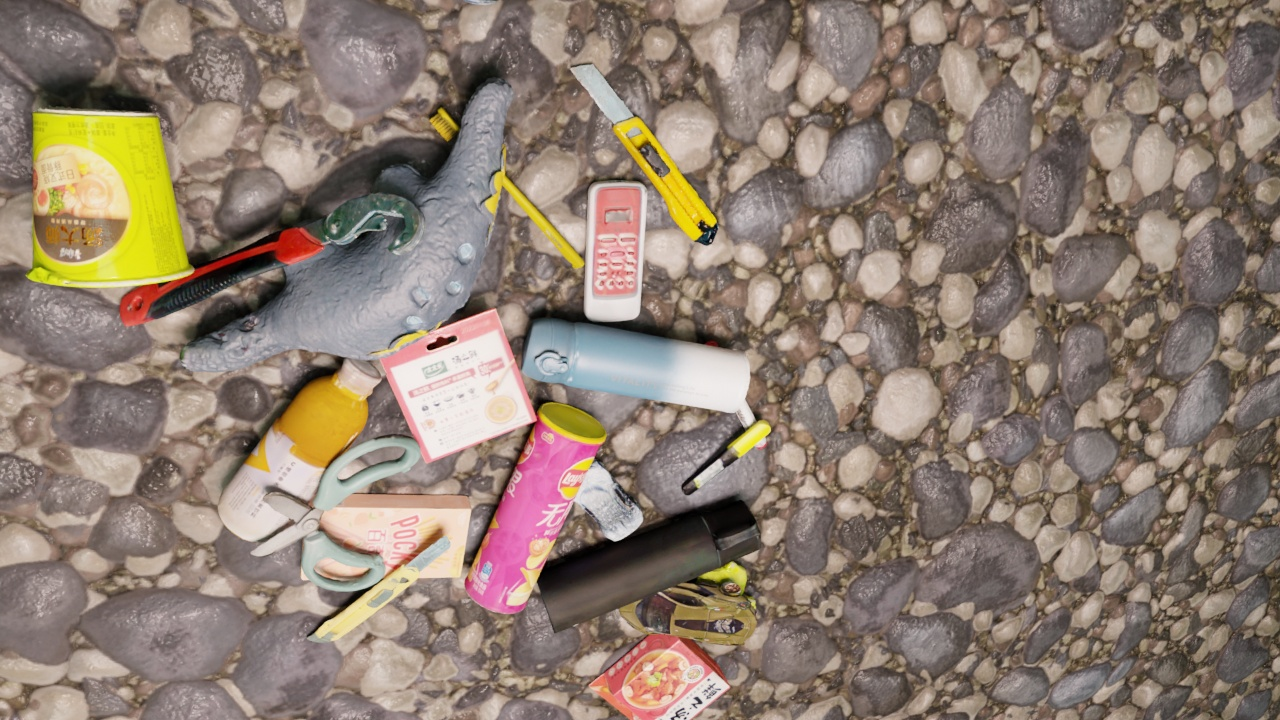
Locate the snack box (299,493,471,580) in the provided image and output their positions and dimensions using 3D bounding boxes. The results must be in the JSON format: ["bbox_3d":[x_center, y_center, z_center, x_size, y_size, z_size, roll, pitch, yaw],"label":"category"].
[{"bbox_3d":[-0.252,0.175,0.911,0.157,0.026,0.085,4,113,-20],"label":"snack box"}]

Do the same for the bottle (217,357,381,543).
[{"bbox_3d":[-0.302,0.078,0.825,0.068,0.068,0.190,35,99,-28],"label":"bottle"}]

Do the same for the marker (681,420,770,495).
[{"bbox_3d":[0.091,0.106,0.992,0.124,0.015,0.018,-42,115,17],"label":"marker"}]

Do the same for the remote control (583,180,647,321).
[{"bbox_3d":[-0.024,-0.101,0.864,0.055,0.020,0.136,-4,114,-18],"label":"remote control"}]

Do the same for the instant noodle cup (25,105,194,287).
[{"bbox_3d":[-0.400,-0.125,0.684,0.111,0.111,0.123,-3,106,-18],"label":"instant noodle cup"}]

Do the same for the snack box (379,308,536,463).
[{"bbox_3d":[-0.171,0.017,0.855,0.113,0.044,0.127,-20,120,-8],"label":"snack box"}]

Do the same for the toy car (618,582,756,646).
[{"bbox_3d":[0.051,0.283,1.033,0.158,0.042,0.070,6,113,5],"label":"toy car"}]

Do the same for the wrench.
[{"bbox_3d":[-0.299,-0.080,0.735,0.274,0.056,0.016,-15,161,10],"label":"wrench"}]

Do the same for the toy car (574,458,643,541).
[{"bbox_3d":[-0.038,0.149,0.968,0.049,0.031,0.105,-38,119,0],"label":"toy car"}]

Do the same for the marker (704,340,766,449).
[{"bbox_3d":[0.101,0.039,0.973,0.017,0.017,0.145,-32,119,-3],"label":"marker"}]

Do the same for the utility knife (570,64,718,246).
[{"bbox_3d":[0.008,-0.184,0.839,0.033,0.015,0.216,-42,119,0],"label":"utility knife"}]

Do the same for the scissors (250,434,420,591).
[{"bbox_3d":[-0.260,0.141,0.846,0.170,0.019,0.171,-39,136,-6],"label":"scissors"}]

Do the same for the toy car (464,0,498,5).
[{"bbox_3d":[-0.119,-0.341,0.715,0.054,0.037,0.121,12,99,-22],"label":"toy car"}]

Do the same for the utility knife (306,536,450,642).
[{"bbox_3d":[-0.259,0.231,0.918,0.205,0.021,0.031,-42,134,15],"label":"utility knife"}]

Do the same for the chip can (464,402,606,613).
[{"bbox_3d":[-0.108,0.150,0.922,0.071,0.071,0.211,18,107,-25],"label":"chip can"}]

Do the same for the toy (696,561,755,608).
[{"bbox_3d":[0.095,0.281,1.074,0.100,0.031,0.097,36,100,-29],"label":"toy"}]

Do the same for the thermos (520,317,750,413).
[{"bbox_3d":[-0.005,0.005,0.882,0.220,0.070,0.070,9,110,-18],"label":"thermos"}]

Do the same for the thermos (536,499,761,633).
[{"bbox_3d":[0.011,0.216,0.985,0.242,0.090,0.068,-19,82,-10],"label":"thermos"}]

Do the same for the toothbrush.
[{"bbox_3d":[-0.115,-0.148,0.815,0.016,0.015,0.190,-40,120,7],"label":"toothbrush"}]

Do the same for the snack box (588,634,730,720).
[{"bbox_3d":[0.023,0.387,1.090,0.127,0.044,0.113,-41,120,3],"label":"snack box"}]

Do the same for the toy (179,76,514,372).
[{"bbox_3d":[-0.217,-0.079,0.768,0.356,0.091,0.138,-38,107,2],"label":"toy"}]
